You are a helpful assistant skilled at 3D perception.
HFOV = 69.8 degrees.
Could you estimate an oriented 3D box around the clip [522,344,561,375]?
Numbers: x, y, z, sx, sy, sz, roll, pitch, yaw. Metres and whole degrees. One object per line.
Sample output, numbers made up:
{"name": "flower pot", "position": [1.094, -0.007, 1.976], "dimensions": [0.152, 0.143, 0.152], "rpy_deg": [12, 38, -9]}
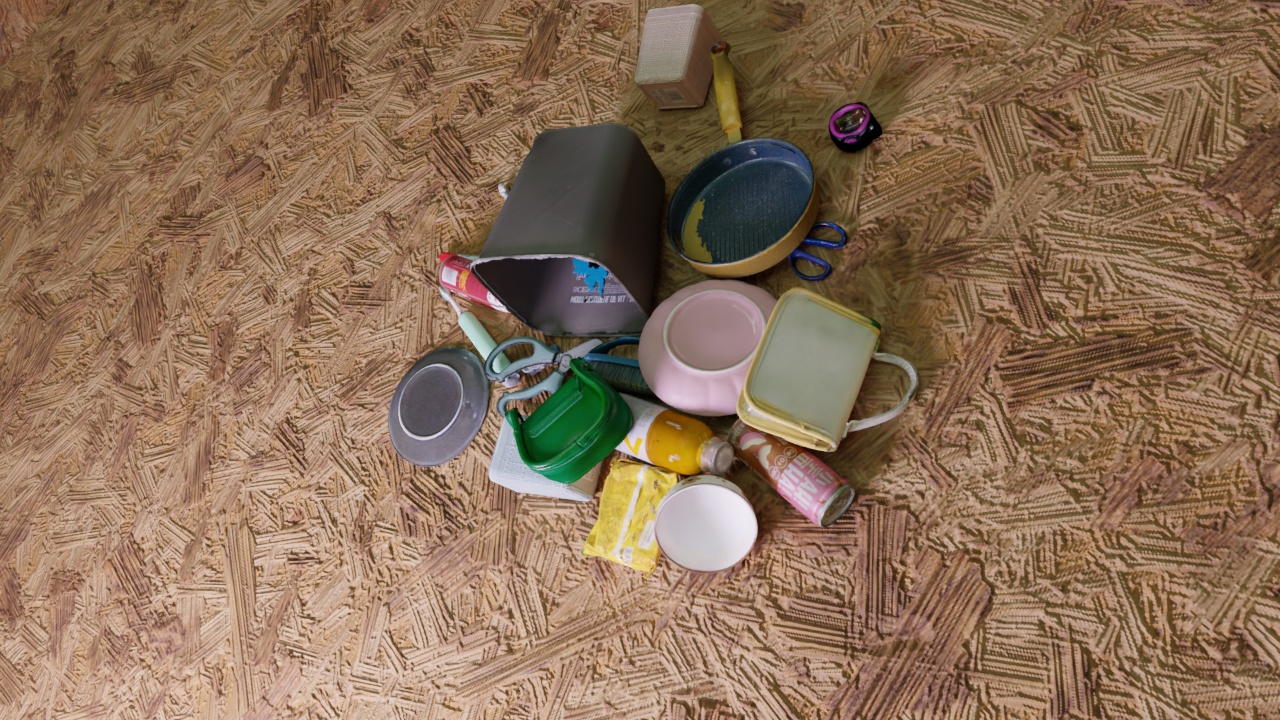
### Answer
{"name": "clip", "position": [-0.134, 0.000, 1.243], "dimensions": [0.057, 0.032, 0.025], "rpy_deg": [-29, 65, 12]}

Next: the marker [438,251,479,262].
{"name": "marker", "position": [-0.241, -0.148, 1.362], "dimensions": [0.145, 0.017, 0.017], "rpy_deg": [10, 75, 31]}

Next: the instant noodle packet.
{"name": "instant noodle packet", "position": [-0.007, 0.185, 1.085], "dimensions": [0.111, 0.044, 0.128], "rpy_deg": [9, 72, 36]}

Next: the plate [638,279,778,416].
{"name": "plate", "position": [0.089, -0.025, 1.086], "dimensions": [0.192, 0.039, 0.192], "rpy_deg": [-6, 56, 8]}

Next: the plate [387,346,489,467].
{"name": "plate", "position": [-0.293, 0.061, 1.300], "dimensions": [0.180, 0.024, 0.179], "rpy_deg": [-11, 65, 24]}

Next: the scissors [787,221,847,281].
{"name": "scissors", "position": [0.180, -0.158, 1.145], "dimensions": [0.133, 0.012, 0.172], "rpy_deg": [-39, 56, 11]}

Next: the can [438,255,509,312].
{"name": "can", "position": [-0.225, -0.110, 1.315], "dimensions": [0.133, 0.053, 0.053], "rpy_deg": [21, 81, 33]}

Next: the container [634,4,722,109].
{"name": "container", "position": [0.050, -0.417, 1.275], "dimensions": [0.090, 0.090, 0.110], "rpy_deg": [6, 76, 30]}

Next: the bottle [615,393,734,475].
{"name": "bottle", "position": [0.026, 0.089, 1.076], "dimensions": [0.190, 0.068, 0.068], "rpy_deg": [17, 78, 42]}

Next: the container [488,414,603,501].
{"name": "container", "position": [-0.112, 0.123, 1.142], "dimensions": [0.112, 0.090, 0.090], "rpy_deg": [7, 74, 26]}

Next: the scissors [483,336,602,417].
{"name": "scissors", "position": [-0.129, -0.001, 1.221], "dimensions": [0.180, 0.019, 0.143], "rpy_deg": [-33, 80, 8]}

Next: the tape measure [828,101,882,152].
{"name": "tape measure", "position": [0.263, -0.290, 1.136], "dimensions": [0.058, 0.039, 0.057], "rpy_deg": [-28, 60, 16]}

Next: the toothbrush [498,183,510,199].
{"name": "toothbrush", "position": [-0.184, -0.191, 1.350], "dimensions": [0.016, 0.018, 0.181], "rpy_deg": [-26, 61, 13]}

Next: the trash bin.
{"name": "trash bin", "position": [-0.075, -0.167, 1.188], "dimensions": [0.199, 0.198, 0.219], "rpy_deg": [1, 63, 26]}

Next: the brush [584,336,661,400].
{"name": "brush", "position": [-0.007, 0.007, 1.150], "dimensions": [0.144, 0.055, 0.073], "rpy_deg": [9, 75, 31]}

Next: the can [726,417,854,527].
{"name": "can", "position": [0.163, 0.118, 1.013], "dimensions": [0.147, 0.058, 0.058], "rpy_deg": [40, 91, 34]}

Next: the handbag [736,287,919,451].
{"name": "handbag", "position": [0.210, 0.023, 1.006], "dimensions": [0.179, 0.063, 0.163], "rpy_deg": [23, 67, 6]}

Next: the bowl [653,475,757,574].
{"name": "bowl", "position": [0.072, 0.174, 1.024], "dimensions": [0.113, 0.113, 0.062], "rpy_deg": [-32, 17, 13]}

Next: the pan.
{"name": "pan", "position": [0.121, -0.267, 1.178], "dimensions": [0.198, 0.078, 0.356], "rpy_deg": [-15, 54, 23]}

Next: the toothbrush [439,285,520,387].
{"name": "toothbrush", "position": [-0.236, -0.041, 1.310], "dimensions": [0.026, 0.027, 0.224], "rpy_deg": [-24, 53, -25]}

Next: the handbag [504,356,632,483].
{"name": "handbag", "position": [-0.086, 0.069, 1.063], "dimensions": [0.131, 0.068, 0.120], "rpy_deg": [-43, 56, 3]}
